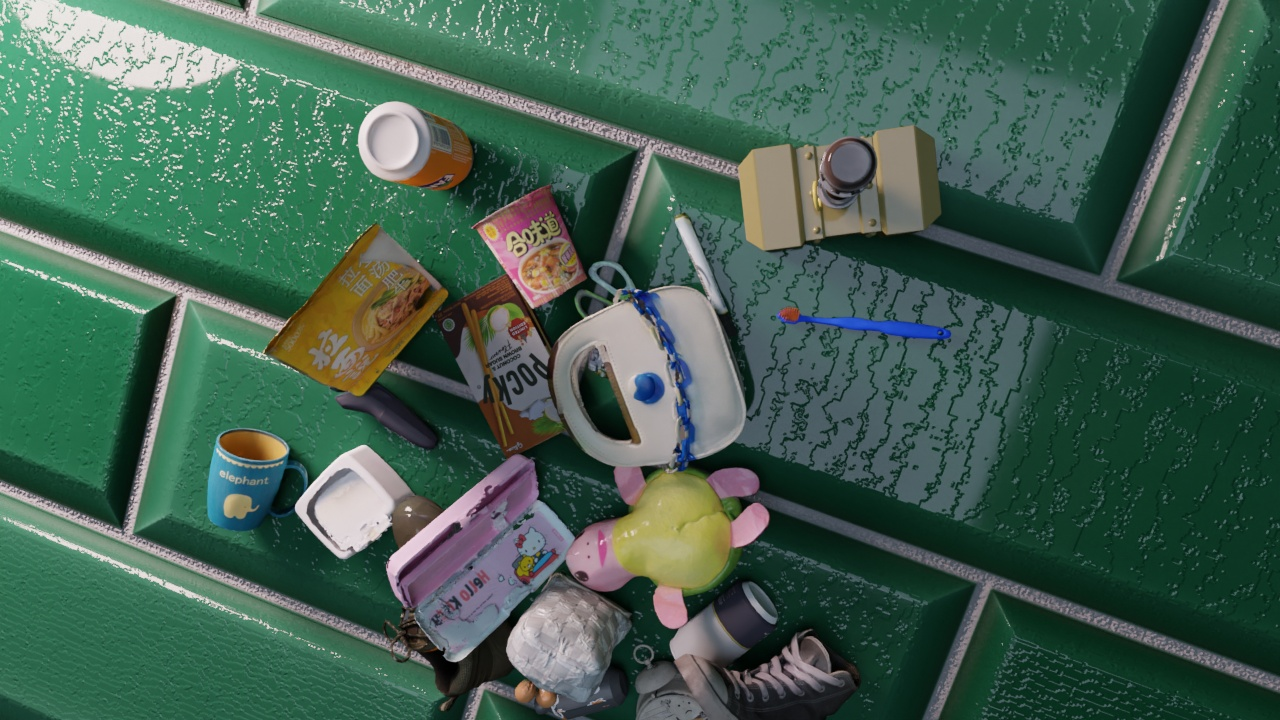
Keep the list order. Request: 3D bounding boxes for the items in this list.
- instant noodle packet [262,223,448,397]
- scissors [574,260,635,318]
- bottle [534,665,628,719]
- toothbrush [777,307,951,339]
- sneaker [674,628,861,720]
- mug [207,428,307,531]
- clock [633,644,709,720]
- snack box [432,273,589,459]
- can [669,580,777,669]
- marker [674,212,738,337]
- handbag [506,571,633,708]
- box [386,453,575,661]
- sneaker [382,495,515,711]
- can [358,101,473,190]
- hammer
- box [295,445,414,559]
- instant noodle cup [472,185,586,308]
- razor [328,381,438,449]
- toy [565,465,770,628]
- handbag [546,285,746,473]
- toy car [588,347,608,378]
[{"bbox_3d":[-0.298,-0.053,0.956,0.084,0.222,0.163,41,84,3],"label":"instant noodle packet"},{"bbox_3d":[0.005,-0.039,1.025,0.175,0.032,0.078,36,98,8],"label":"scissors"},{"bbox_3d":[-0.070,0.389,1.068,0.112,0.047,0.047,-20,92,12],"label":"bottle"},{"bbox_3d":[0.237,-0.039,0.979,0.182,0.018,0.016,7,73,10],"label":"toothbrush"},{"bbox_3d":[0.135,0.333,0.960,0.234,0.095,0.120,36,97,-33],"label":"sneaker"},{"bbox_3d":[-0.460,0.149,1.102,0.112,0.084,0.104,15,106,-20],"label":"mug"},{"bbox_3d":[0.033,0.395,1.042,0.103,0.061,0.157,-26,93,12],"label":"clock"},{"bbox_3d":[-0.147,0.006,1.047,0.101,0.031,0.186,-27,91,12],"label":"snack box"},{"bbox_3d":[0.088,0.304,1.020,0.127,0.064,0.064,-42,88,12],"label":"can"},{"bbox_3d":[0.072,-0.092,1.004,0.017,0.017,0.146,-23,91,12],"label":"marker"},{"bbox_3d":[-0.086,0.313,0.998,0.112,0.171,0.123,31,100,6],"label":"handbag"},{"bbox_3d":[-0.176,0.209,1.008,0.073,0.201,0.150,6,126,47],"label":"box"},{"bbox_3d":[-0.246,0.282,1.031,0.101,0.142,0.238,-22,97,46],"label":"sneaker"},{"bbox_3d":[-0.235,-0.226,0.981,0.079,0.142,0.079,1,96,10],"label":"can"},{"bbox_3d":[0.180,-0.159,0.819,0.190,0.324,0.100,-6,95,11],"label":"hammer"},{"bbox_3d":[-0.340,0.172,1.080,0.102,0.076,0.107,46,104,4],"label":"box"},{"bbox_3d":[-0.114,-0.120,1.001,0.098,0.097,0.108,-27,99,12],"label":"instant noodle cup"},{"bbox_3d":[-0.300,0.060,1.077,0.143,0.047,0.052,36,77,2],"label":"razor"},{"bbox_3d":[0.027,0.193,1.006,0.238,0.087,0.190,-25,75,13],"label":"toy"},{"bbox_3d":[0.003,0.023,0.965,0.200,0.093,0.200,-21,95,5],"label":"handbag"},{"bbox_3d":[-0.006,0.006,1.020,0.105,0.033,0.048,20,92,-5],"label":"toy car"}]
